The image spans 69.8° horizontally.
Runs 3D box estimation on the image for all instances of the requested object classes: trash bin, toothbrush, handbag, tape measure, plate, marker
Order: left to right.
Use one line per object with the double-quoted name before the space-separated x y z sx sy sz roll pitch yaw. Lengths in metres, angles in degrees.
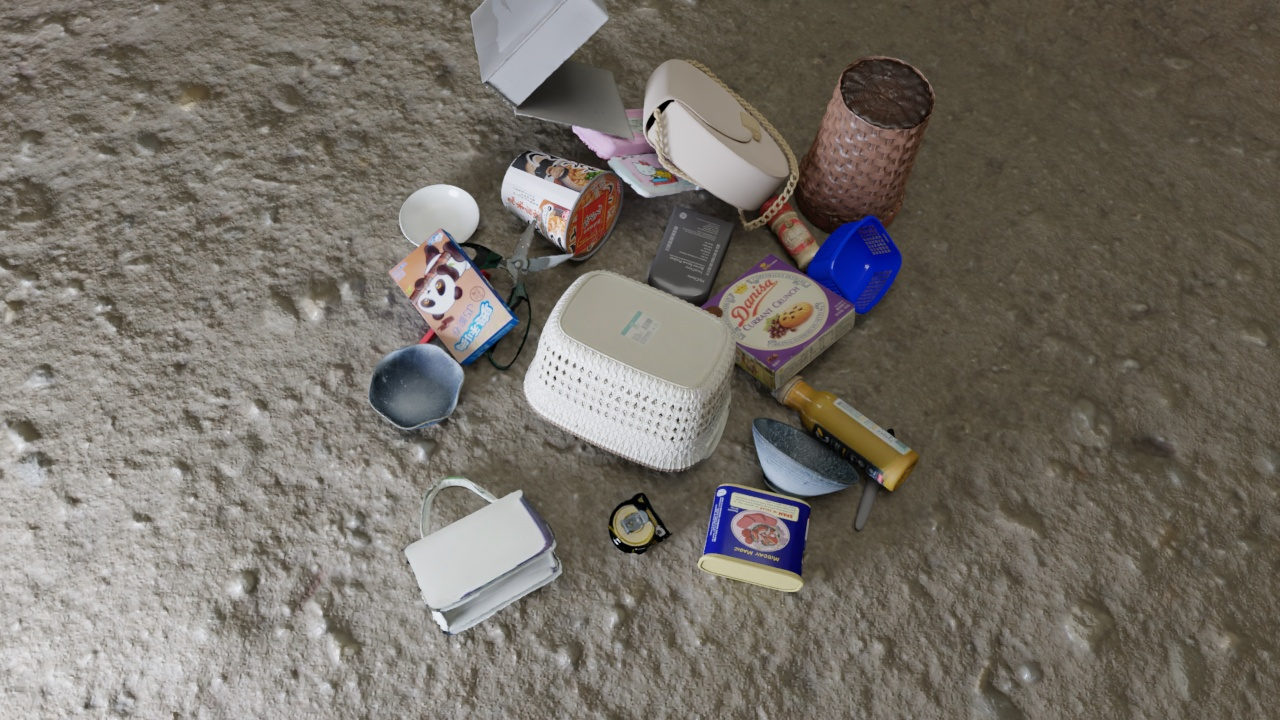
"toothbrush" -0.254 -0.036 1.152 0.018 0.012 0.212 31 66 7
"plate" -0.265 -0.185 1.218 0.104 0.026 0.104 1 64 -3
"handbag" -0.186 0.199 1.018 0.151 0.074 0.176 -27 49 -17
"tape measure" -0.006 0.188 1.043 0.061 0.034 0.061 -31 69 -15
"handbag" 0.094 -0.290 1.209 0.208 0.104 0.210 31 31 -19
"trash bin" 0.295 -0.280 1.197 0.151 0.210 0.151 2 63 -4
"marker" 0.282 0.142 1.095 0.022 0.016 0.138 32 65 -14

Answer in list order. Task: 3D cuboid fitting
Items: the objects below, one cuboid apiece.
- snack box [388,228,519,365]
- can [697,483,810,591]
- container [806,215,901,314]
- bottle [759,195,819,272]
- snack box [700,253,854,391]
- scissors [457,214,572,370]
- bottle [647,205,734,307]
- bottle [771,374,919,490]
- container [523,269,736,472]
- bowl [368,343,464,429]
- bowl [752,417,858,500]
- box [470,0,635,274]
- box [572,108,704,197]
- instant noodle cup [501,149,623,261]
"snack box" -0.230 -0.079 1.130 0.087 0.034 0.151 -40 79 4
"can" 0.131 0.198 1.034 0.116 0.057 0.092 13 62 3
"container" 0.273 -0.121 1.184 0.096 0.058 0.114 50 65 -21
"bottle" 0.204 -0.170 1.231 0.044 0.044 0.109 -25 68 -15
"snack box" 0.165 -0.051 1.147 0.143 0.041 0.148 -38 53 -20
"scissors" -0.178 -0.081 1.147 0.202 0.015 0.202 -8 82 9
"bottle" 0.056 -0.112 1.190 0.084 0.046 0.173 19 64 6
"bottle" 0.239 0.079 1.093 0.186 0.053 0.053 38 67 25
"container" -0.006 0.006 1.073 0.246 0.143 0.184 23 51 8
"bowl" -0.263 0.039 1.090 0.110 0.055 0.110 1 63 -3
"bowl" 0.178 0.125 1.062 0.137 0.137 0.057 30 105 11
"box" -0.080 -0.324 1.217 0.173 0.422 0.167 -19 50 6
"box" 0.018 -0.282 1.227 0.152 0.038 0.200 43 37 20
"instant noodle cup" -0.107 -0.212 1.198 0.122 0.124 0.123 30 65 21
